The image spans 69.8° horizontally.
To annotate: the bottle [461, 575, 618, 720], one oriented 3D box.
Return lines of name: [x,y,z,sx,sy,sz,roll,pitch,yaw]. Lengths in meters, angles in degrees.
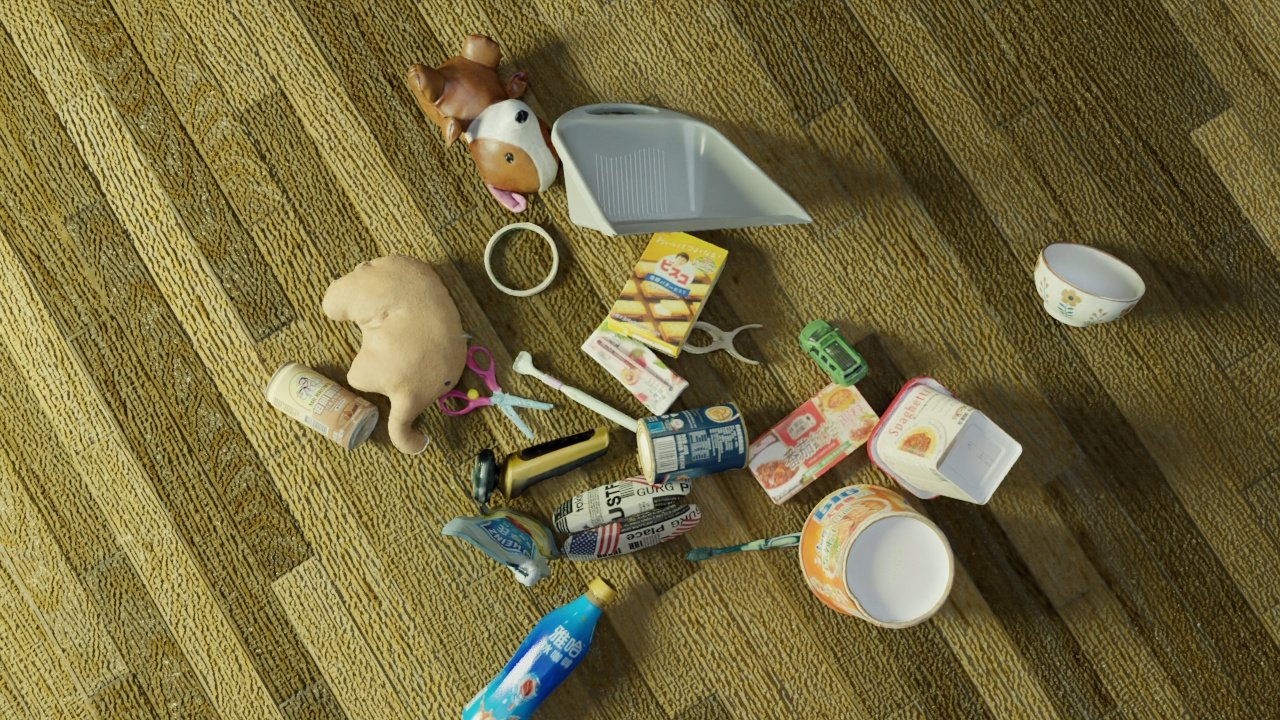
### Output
bottle: [-0.106,0.332,1.019,0.065,0.065,0.218,41,87,4]

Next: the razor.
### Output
razor: [-0.114,0.112,1.041,0.167,0.062,0.068,-19,116,-5]

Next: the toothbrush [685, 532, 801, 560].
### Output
toothbrush: [0.146,0.209,1.044,0.191,0.018,0.016,-9,86,1]

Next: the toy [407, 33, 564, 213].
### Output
toy: [-0.160,-0.268,1.039,0.140,0.131,0.199,-38,94,-21]

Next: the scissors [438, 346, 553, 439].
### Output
scissors: [-0.165,0.035,1.064,0.134,0.017,0.113,8,81,3]

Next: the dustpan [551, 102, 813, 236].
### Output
dustpan: [0.020,-0.213,0.975,0.222,0.258,0.143,-7,102,-22]

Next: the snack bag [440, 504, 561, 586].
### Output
snack bag: [-0.139,0.190,0.966,0.110,0.191,0.039,37,89,4]

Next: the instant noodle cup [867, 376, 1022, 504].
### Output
instant noodle cup: [0.328,0.092,0.984,0.116,0.124,0.116,37,88,-15]

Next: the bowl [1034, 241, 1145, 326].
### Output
bowl: [0.492,-0.078,1.024,0.113,0.113,0.062,13,129,2]

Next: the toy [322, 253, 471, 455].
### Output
toy: [-0.262,-0.010,1.035,0.143,0.082,0.226,-20,87,-5]

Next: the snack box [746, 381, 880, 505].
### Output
snack box: [0.194,0.091,1.047,0.153,0.025,0.075,-36,86,-1]

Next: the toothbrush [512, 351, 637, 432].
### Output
toothbrush: [-0.061,0.045,1.061,0.189,0.020,0.029,29,117,2]

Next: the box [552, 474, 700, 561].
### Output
box: [-0.013,0.185,1.034,0.163,0.076,0.088,-15,108,-3]

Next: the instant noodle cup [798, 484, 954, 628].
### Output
instant noodle cup: [0.258,0.214,0.986,0.151,0.111,0.151,0,89,-5]

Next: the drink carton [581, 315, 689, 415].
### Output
drink carton: [-0.006,0.006,1.048,0.122,0.045,0.053,41,89,4]

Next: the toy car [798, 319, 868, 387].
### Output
toy car: [0.217,-0.011,1.038,0.043,0.036,0.091,-39,55,-1]

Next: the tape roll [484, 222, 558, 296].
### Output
tape roll: [-0.139,-0.118,1.075,0.086,0.014,0.085,0,86,1]

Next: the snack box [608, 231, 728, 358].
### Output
snack box: [0.032,-0.080,1.035,0.087,0.034,0.140,25,65,9]

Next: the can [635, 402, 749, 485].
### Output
can: [0.055,0.092,1.015,0.111,0.075,0.075,-9,86,-12]

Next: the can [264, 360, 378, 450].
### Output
can: [-0.362,0.051,1.047,0.116,0.058,0.058,29,87,3]

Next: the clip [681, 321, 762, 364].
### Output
clip: [0.090,-0.025,1.055,0.100,0.035,0.071,8,85,-3]
